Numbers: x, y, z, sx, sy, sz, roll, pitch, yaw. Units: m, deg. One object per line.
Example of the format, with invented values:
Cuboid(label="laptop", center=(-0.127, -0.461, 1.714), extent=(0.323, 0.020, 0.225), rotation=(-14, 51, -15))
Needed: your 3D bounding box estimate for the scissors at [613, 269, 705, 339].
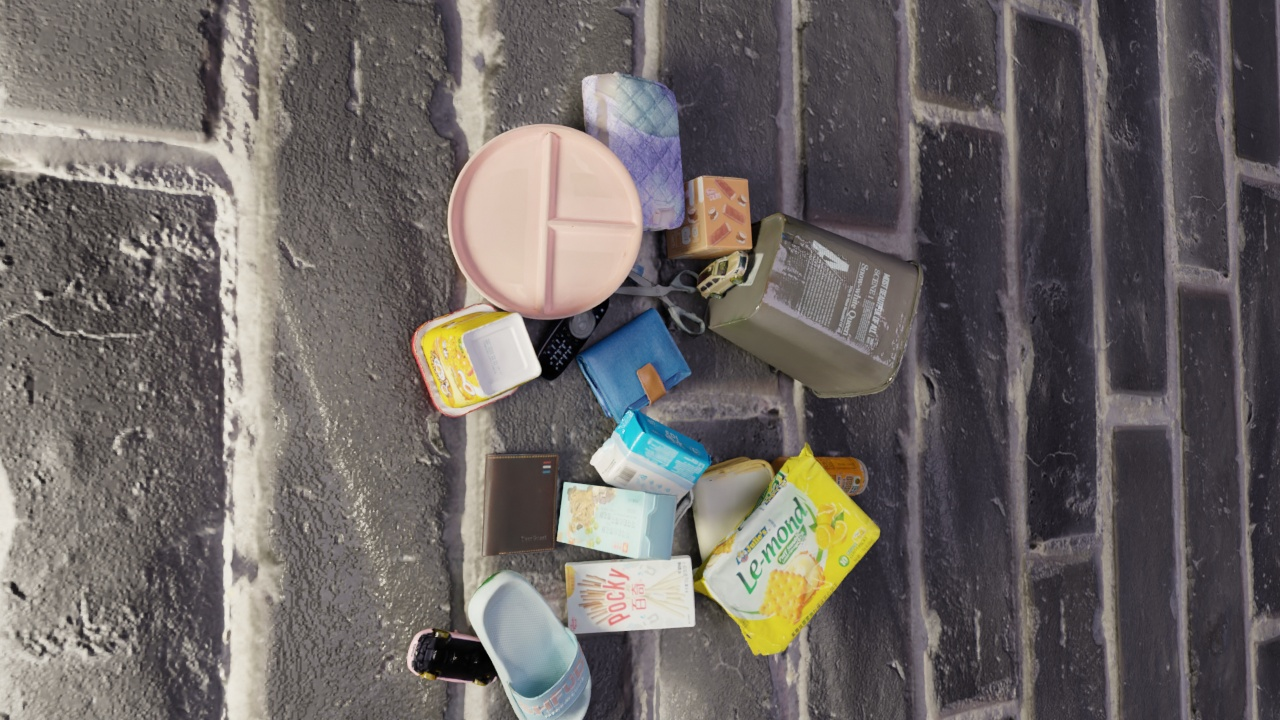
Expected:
Cuboid(label="scissors", center=(0.027, -0.089, 1.208), extent=(0.173, 0.014, 0.159), rotation=(-42, 103, -40))

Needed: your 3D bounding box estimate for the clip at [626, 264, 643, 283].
Cuboid(label="clip", center=(-0.019, -0.121, 1.198), extent=(0.056, 0.029, 0.024), rotation=(26, 76, -34))

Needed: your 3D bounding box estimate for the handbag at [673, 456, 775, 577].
Cuboid(label="handbag", center=(0.100, 0.223, 1.230), extent=(0.178, 0.063, 0.163), rotation=(-11, 94, -22))

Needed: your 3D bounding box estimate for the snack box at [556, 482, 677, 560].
Cuboid(label="snack box", center=(-0.031, 0.188, 1.083), extent=(0.051, 0.175, 0.074), rotation=(13, 80, -35))

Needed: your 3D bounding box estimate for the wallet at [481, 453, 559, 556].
Cuboid(label="wallet", center=(-0.145, 0.173, 1.107), extent=(0.096, 0.020, 0.122), rotation=(3, 88, -31))

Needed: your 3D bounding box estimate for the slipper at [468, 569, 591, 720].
Cuboid(label="slipper", center=(-0.116, 0.344, 1.060), extent=(0.103, 0.074, 0.245), rotation=(-38, 122, -26))

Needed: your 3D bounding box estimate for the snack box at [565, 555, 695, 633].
Cuboid(label="snack box", center=(-0.013, 0.288, 1.131), extent=(0.157, 0.027, 0.084), rotation=(-4, 88, -1))

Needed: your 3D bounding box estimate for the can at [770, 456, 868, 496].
Cuboid(label="can", center=(0.256, 0.168, 1.323), extent=(0.145, 0.058, 0.058), rotation=(4, 85, -31))

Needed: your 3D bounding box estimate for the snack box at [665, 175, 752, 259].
Cuboid(label="snack box", center=(0.089, -0.188, 1.222), extent=(0.077, 0.093, 0.094), rotation=(-4, 89, -31))

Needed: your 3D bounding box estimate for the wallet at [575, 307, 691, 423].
Cuboid(label="wallet", center=(-0.007, 0.007, 1.188), extent=(0.132, 0.040, 0.106), rotation=(-33, 100, -28))

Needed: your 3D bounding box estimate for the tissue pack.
Cuboid(label="tissue pack", center=(0.015, 0.125, 1.164), extent=(0.140, 0.063, 0.090), rotation=(29, 109, -28))

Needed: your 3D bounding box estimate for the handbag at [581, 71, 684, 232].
Cuboid(label="handbag", center=(-0.012, -0.257, 1.168), extent=(0.134, 0.076, 0.194), rotation=(-3, 89, -48))

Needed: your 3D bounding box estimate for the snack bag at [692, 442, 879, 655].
Cuboid(label="snack bag", center=(0.188, 0.249, 1.196), extent=(0.246, 0.068, 0.158), rotation=(-47, 105, -11))

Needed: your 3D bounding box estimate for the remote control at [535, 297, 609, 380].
Cuboid(label="remote control", center=(-0.089, -0.036, 1.142), extent=(0.136, 0.024, 0.053), rotation=(-55, 128, -14))

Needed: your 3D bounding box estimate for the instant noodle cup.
Cuboid(label="instant noodle cup", center=(-0.179, -0.003, 1.034), extent=(0.115, 0.124, 0.116), rotation=(-24, 100, -29))

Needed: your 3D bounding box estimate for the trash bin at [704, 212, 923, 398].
Cuboid(label="trash bin", center=(0.228, -0.079, 1.250), extent=(0.219, 0.199, 0.198), rotation=(23, 76, -22))

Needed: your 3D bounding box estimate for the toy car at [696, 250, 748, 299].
Cuboid(label="toy car", center=(0.110, -0.114, 1.216), extent=(0.035, 0.091, 0.042), rotation=(23, 60, -23))

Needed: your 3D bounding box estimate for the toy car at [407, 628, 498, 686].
Cuboid(label="toy car", center=(-0.212, 0.339, 1.048), extent=(0.122, 0.037, 0.056), rotation=(26, 74, -40))

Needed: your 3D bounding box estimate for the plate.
Cuboid(label="plate", center=(-0.112, -0.163, 1.090), extent=(0.229, 0.028, 0.229), rotation=(0, 92, -5))
